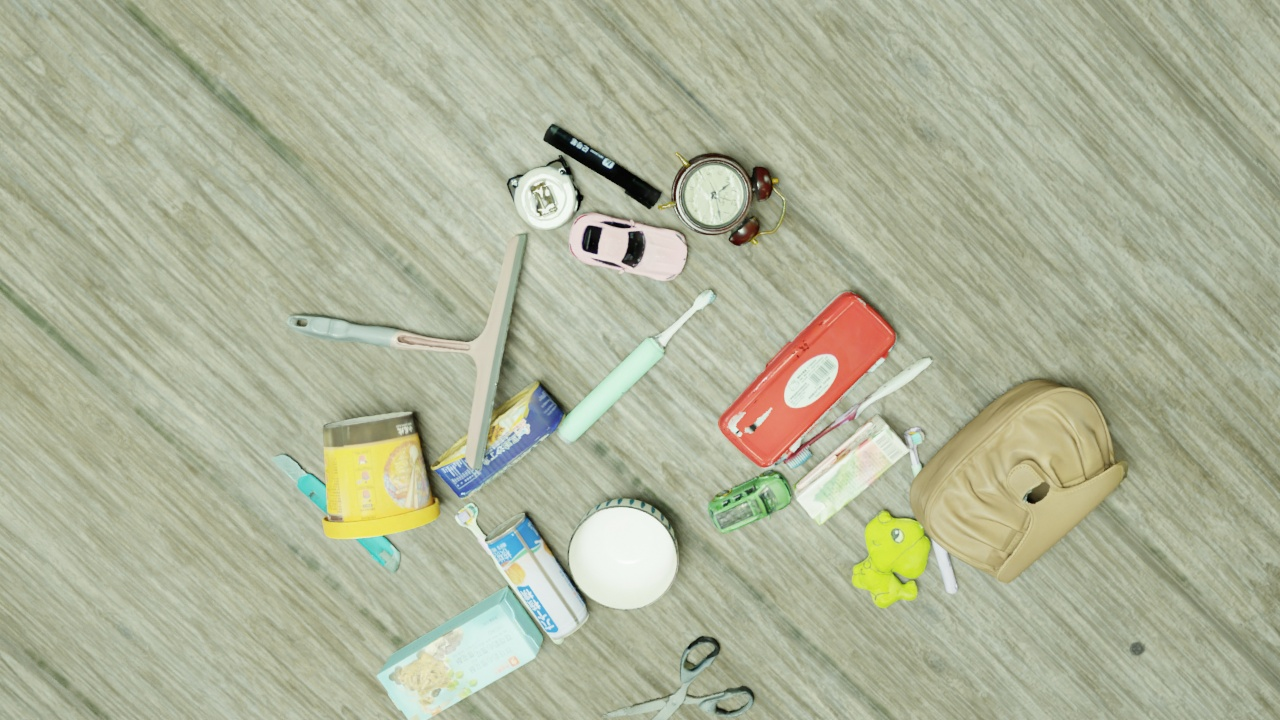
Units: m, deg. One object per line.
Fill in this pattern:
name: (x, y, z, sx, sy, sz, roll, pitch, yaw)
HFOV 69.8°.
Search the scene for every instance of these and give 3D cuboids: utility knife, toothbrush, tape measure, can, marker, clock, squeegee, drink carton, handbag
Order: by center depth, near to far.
clock: (0.084, -0.160, 0.908, 0.122, 0.055, 0.082, 18, 101, -1)
handbag: (0.379, 0.122, 0.914, 0.148, 0.099, 0.204, 44, 96, -9)
marker: (-0.039, -0.196, 0.929, 0.132, 0.020, 0.022, 32, 127, -3)
tape measure: (-0.094, -0.166, 0.931, 0.066, 0.033, 0.066, -23, 98, 10)
drink carton: (0.215, 0.112, 0.951, 0.122, 0.053, 0.045, -41, 94, 10)
toothbrush: (0.227, 0.056, 0.959, 0.188, 0.016, 0.017, -37, 104, 10)
toothbrush: (-0.006, 0.006, 0.961, 0.225, 0.027, 0.026, -44, 66, 11)
can: (-0.149, 0.084, 0.963, 0.148, 0.074, 0.049, -38, 99, 11)
squeegee: (-0.253, -0.024, 0.964, 0.250, 0.040, 0.247, 8, 80, 12)
toothbrush: (0.310, 0.162, 0.972, 0.021, 0.029, 0.189, -6, 106, 46)
can: (-0.112, 0.235, 0.999, 0.053, 0.053, 0.134, -31, 97, 9)
toothbrush: (-0.142, 0.241, 1.020, 0.020, 0.029, 0.189, -25, 102, 51)
utility knife: (-0.338, 0.170, 1.023, 0.186, 0.013, 0.029, 43, 100, -4)

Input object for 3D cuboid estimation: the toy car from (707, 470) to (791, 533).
toy car: (0.117, 0.153, 0.977, 0.091, 0.036, 0.043, -27, 96, 5)

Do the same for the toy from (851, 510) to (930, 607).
toy: (0.270, 0.212, 0.978, 0.096, 0.031, 0.100, 43, 105, -4)

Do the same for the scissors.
scissors: (0.045, 0.383, 1.039, 0.159, 0.014, 0.178, 16, 104, 3)

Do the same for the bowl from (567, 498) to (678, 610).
bowl: (-0.016, 0.199, 0.978, 0.116, 0.066, 0.116, 1, 101, 5)

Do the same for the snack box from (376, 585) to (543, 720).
snack box: (-0.200, 0.330, 1.024, 0.175, 0.051, 0.074, -32, 96, 10)

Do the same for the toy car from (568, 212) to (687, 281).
toy car: (-0.012, -0.116, 0.934, 0.122, 0.037, 0.056, 12, 103, 1)

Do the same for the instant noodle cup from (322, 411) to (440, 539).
instant noodle cup: (-0.278, 0.117, 0.961, 0.118, 0.118, 0.114, -8, 92, 5)

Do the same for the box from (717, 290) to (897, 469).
box: (0.172, 0.023, 0.949, 0.086, 0.046, 0.201, 42, 101, -4)
